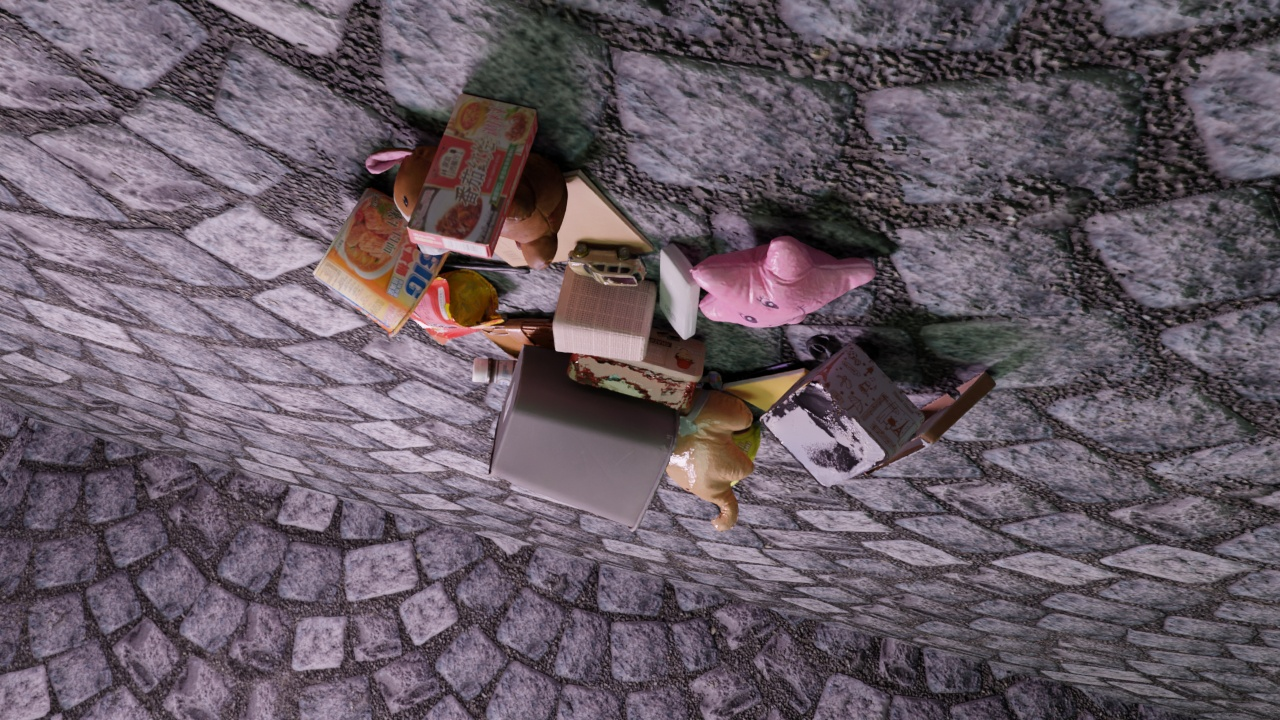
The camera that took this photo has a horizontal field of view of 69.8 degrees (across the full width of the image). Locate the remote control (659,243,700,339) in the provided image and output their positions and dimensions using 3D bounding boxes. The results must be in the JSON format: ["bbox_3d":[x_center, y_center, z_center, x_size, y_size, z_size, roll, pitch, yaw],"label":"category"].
[{"bbox_3d":[0.045,-0.077,1.052,0.058,0.021,0.150,55,168,19],"label":"remote control"}]

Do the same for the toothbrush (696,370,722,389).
[{"bbox_3d":[0.038,0.032,1.356,0.190,0.020,0.029,-3,111,39],"label":"toothbrush"}]

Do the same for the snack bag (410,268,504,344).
[{"bbox_3d":[-0.277,-0.070,1.261,0.128,0.073,0.208,33,157,-29],"label":"snack bag"}]

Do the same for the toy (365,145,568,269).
[{"bbox_3d":[-0.172,-0.155,0.916,0.200,0.130,0.140,20,160,22],"label":"toy"}]

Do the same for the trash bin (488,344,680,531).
[{"bbox_3d":[-0.081,0.094,1.272,0.219,0.198,0.199,16,120,-11],"label":"trash bin"}]

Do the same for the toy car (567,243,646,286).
[{"bbox_3d":[-0.040,-0.106,1.032,0.090,0.035,0.042,9,159,18],"label":"toy car"}]

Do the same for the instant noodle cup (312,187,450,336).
[{"bbox_3d":[-0.295,-0.119,1.052,0.111,0.151,0.152,33,153,-19],"label":"instant noodle cup"}]

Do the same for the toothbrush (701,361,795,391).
[{"bbox_3d":[0.147,0.025,1.274,0.014,0.016,0.189,17,159,-32],"label":"toothbrush"}]

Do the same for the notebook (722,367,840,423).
[{"bbox_3d":[0.236,0.063,1.295,0.206,0.010,0.146,27,153,-36],"label":"notebook"}]

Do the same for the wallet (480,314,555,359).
[{"bbox_3d":[-0.153,-0.030,1.315,0.132,0.031,0.108,1,156,28],"label":"wallet"}]

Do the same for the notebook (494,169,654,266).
[{"bbox_3d":[-0.110,-0.151,1.022,0.212,0.012,0.149,-2,154,35],"label":"notebook"}]

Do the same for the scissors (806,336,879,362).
[{"bbox_3d":[0.259,0.009,1.173,0.165,0.014,0.164,21,160,-20],"label":"scissors"}]

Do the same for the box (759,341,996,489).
[{"bbox_3d":[0.284,0.048,1.136,0.158,0.204,0.181,51,158,7],"label":"box"}]

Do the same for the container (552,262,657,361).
[{"bbox_3d":[-0.041,-0.056,1.109,0.111,0.089,0.090,10,158,2],"label":"container"}]

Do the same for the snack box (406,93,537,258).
[{"bbox_3d":[-0.148,-0.166,0.820,0.075,0.152,0.025,13,156,3],"label":"snack box"}]

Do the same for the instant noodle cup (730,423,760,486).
[{"bbox_3d":[0.105,0.120,1.420,0.123,0.111,0.112,30,155,-15],"label":"instant noodle cup"}]

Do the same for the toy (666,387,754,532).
[{"bbox_3d":[0.094,0.142,1.334,0.143,0.082,0.226,10,121,26],"label":"toy"}]

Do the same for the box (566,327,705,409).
[{"bbox_3d":[-0.007,0.007,1.199,0.168,0.091,0.077,15,125,-1],"label":"box"}]

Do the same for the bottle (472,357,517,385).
[{"bbox_3d":[-0.150,0.022,1.362,0.194,0.044,0.080,6,167,-11],"label":"bottle"}]

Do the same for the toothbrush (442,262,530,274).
[{"bbox_3d":[-0.225,-0.122,1.160,0.181,0.018,0.016,7,156,13],"label":"toothbrush"}]

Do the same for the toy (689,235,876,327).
[{"bbox_3d":[0.125,-0.078,0.956,0.178,0.074,0.195,10,160,-24],"label":"toy"}]
